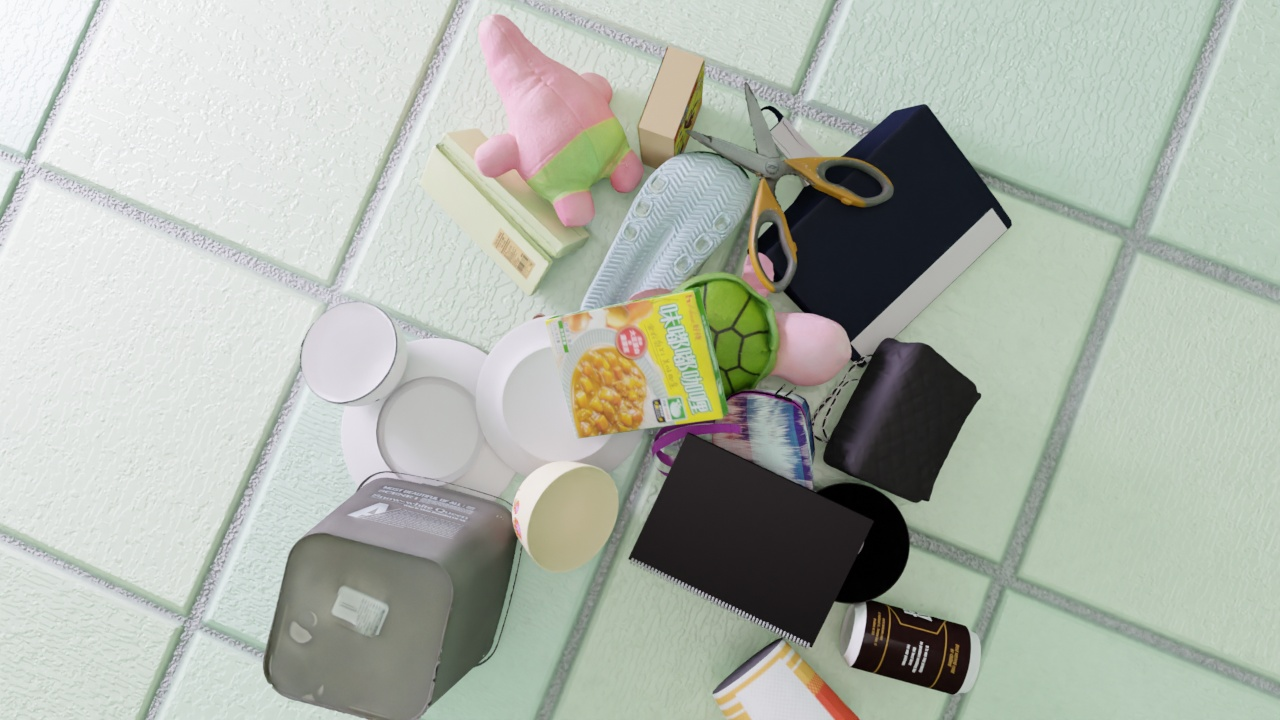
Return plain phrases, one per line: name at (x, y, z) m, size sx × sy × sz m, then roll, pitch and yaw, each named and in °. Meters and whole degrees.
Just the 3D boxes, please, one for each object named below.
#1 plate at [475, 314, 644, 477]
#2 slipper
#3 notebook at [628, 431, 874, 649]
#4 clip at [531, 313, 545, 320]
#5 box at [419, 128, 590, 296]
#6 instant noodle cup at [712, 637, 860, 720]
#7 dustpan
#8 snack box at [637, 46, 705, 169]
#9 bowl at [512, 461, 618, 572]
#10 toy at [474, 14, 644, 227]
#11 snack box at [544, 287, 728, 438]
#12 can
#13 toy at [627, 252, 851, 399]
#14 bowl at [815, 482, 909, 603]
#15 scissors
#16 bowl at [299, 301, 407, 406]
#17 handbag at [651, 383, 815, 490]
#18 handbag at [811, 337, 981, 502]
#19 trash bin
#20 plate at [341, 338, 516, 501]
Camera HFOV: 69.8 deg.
plate at (-0.085, 0.046, 0.993) m, size 0.188 × 0.016 × 0.188 m, roll 0°, pitch 99°, yaw 0°
slipper at (0.021, -0.120, 0.998) m, size 0.104 × 0.074 × 0.246 m, roll 36°, pitch 104°, yaw 0°
notebook at (0.111, 0.185, 0.939) m, size 0.207 × 0.016 × 0.149 m, roll 25°, pitch 94°, yaw 4°
clip at (-0.122, -0.023, 1.014) m, size 0.024 × 0.045 × 0.062 m, roll 21°, pitch 101°, yaw 2°
box at (-0.148, -0.176, 1.023) m, size 0.188 × 0.092 × 0.083 m, roll 47°, pitch 54°, yaw 4°
instant noodle cup at (0.147, 0.362, 0.935) m, size 0.123 × 0.123 × 0.121 m, roll -38°, pitch 77°, yaw -1°
dustpan at (0.229, -0.173, 1.008) m, size 0.236 × 0.080 × 0.273 m, roll -43°, pitch 106°, yaw -1°
snack box at (0.033, -0.262, 0.979) m, size 0.040 × 0.126 × 0.088 m, roll 20°, pitch 86°, yaw 4°
bowl at (-0.092, 0.155, 0.974) m, size 0.074 × 0.118 × 0.118 m, roll 22°, pitch 86°, yaw 46°
toy at (-0.100, -0.263, 0.988) m, size 0.191 × 0.097 × 0.237 m, roll -39°, pitch 100°, yaw -24°
snack box at (-0.006, 0.005, 0.935) m, size 0.168 × 0.027 × 0.132 m, roll -10°, pitch 99°, yaw 24°
can at (0.278, 0.296, 0.952) m, size 0.128 × 0.072 × 0.072 m, roll 14°, pitch 86°, yaw 3°
toy at (0.098, -0.019, 0.963) m, size 0.238 × 0.087 × 0.190 m, roll 10°, pitch 104°, yaw -1°
bowl at (0.216, 0.190, 0.972) m, size 0.124 × 0.052 × 0.124 m, roll 0°, pitch 86°, yaw 2°
scissors at (0.144, -0.174, 0.942) m, size 0.225 × 0.016 × 0.224 m, roll 19°, pitch 82°, yaw -2°
bowl at (-0.304, -0.002, 0.999) m, size 0.113 × 0.063 × 0.113 m, roll -4°, pitch 73°, yaw 12°
handbag at (0.096, 0.093, 0.974) m, size 0.170 × 0.067 × 0.145 m, roll -5°, pitch 118°, yaw 15°
handbag at (0.272, 0.066, 0.977) m, size 0.125 × 0.115 × 0.153 m, roll 29°, pitch 84°, yaw -19°
trash bin at (-0.239, 0.230, 0.898) m, size 0.197 × 0.220 × 0.197 m, roll 13°, pitch 91°, yaw 2°
plate at (-0.232, 0.079, 1.020) m, size 0.208 × 0.015 × 0.208 m, roll 0°, pitch 86°, yaw 3°
